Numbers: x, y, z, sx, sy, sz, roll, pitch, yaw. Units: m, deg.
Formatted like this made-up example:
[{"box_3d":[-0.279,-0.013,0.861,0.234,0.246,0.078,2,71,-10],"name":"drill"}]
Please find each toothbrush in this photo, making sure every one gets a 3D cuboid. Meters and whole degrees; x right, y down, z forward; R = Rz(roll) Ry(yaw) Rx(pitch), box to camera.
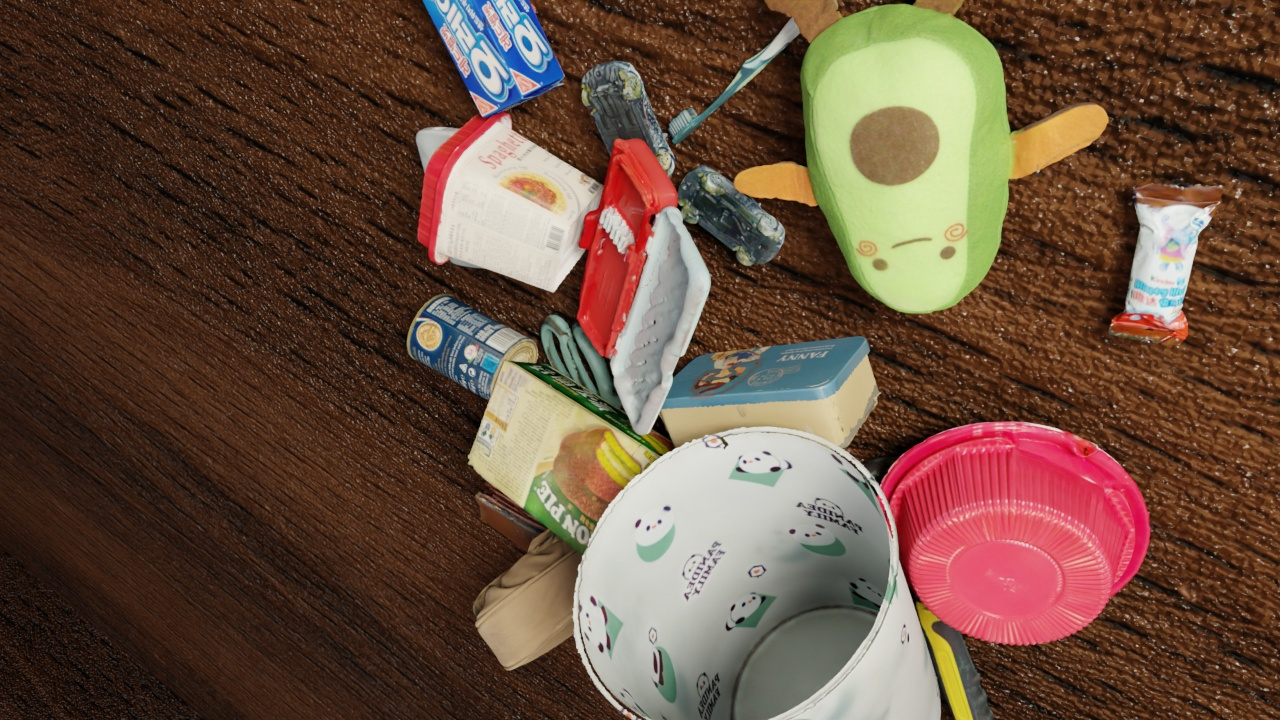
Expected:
[{"box_3d":[0.078,-0.207,0.633,0.192,0.016,0.018,-34,86,47],"name":"toothbrush"}]

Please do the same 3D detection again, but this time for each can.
[{"box_3d":[-0.167,-0.010,0.921,0.111,0.075,0.075,27,133,19],"name":"can"}]

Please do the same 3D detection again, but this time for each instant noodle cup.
[{"box_3d":[-0.106,-0.127,0.772,0.124,0.116,0.117,26,134,5],"name":"instant noodle cup"},{"box_3d":[0.268,0.141,0.673,0.194,0.065,0.194,10,124,14],"name":"instant noodle cup"}]

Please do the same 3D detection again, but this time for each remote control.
[{"box_3d":[-0.172,-0.151,0.862,0.056,0.020,0.136,10,125,31],"name":"remote control"}]

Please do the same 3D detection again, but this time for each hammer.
[{"box_3d":[0.255,0.222,0.797,0.126,0.031,0.323,-6,117,40],"name":"hammer"}]

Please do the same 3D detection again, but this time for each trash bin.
[{"box_3d":[0.108,0.213,0.695,0.230,0.229,0.252,5,145,35],"name":"trash bin"}]

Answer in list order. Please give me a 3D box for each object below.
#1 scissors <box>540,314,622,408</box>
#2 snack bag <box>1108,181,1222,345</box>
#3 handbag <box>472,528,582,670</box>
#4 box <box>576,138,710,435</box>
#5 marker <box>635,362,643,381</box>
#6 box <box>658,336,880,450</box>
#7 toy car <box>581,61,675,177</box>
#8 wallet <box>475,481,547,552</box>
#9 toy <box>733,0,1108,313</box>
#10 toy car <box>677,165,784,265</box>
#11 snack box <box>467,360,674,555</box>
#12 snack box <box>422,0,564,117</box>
[{"box_3d":[-0.032,0.033,0.874,0.140,0.019,0.180,-10,111,54],"name":"scissors"},{"box_3d":[0.314,-0.057,0.552,0.045,0.026,0.105,16,126,33],"name":"snack bag"},{"box_3d":[-0.078,0.224,0.937,0.100,0.204,0.148,54,150,8],"name":"handbag"},{"box_3d":[-0.001,-0.053,0.719,0.157,0.037,0.201,61,152,28],"name":"box"},{"box_3d":[-0.005,0.005,0.850,0.023,0.018,0.131,10,127,22],"name":"marker"},{"box_3d":[0.105,0.029,0.732,0.185,0.089,0.059,-10,112,39],"name":"box"},{"box_3d":[-0.007,-0.179,0.705,0.049,0.031,0.106,4,133,38],"name":"toy car"},{"box_3d":[-0.138,0.190,1.054,0.101,0.032,0.125,32,156,10],"name":"wallet"},{"box_3d":[0.161,-0.135,0.567,0.227,0.089,0.247,-1,120,35],"name":"toy"},{"box_3d":[0.070,-0.111,0.696,0.090,0.034,0.043,39,133,5],"name":"toy car"},{"box_3d":[-0.049,0.098,0.828,0.240,0.063,0.114,29,103,35],"name":"snack box"},{"box_3d":[-0.134,-0.295,0.704,0.058,0.057,0.207,-9,115,44],"name":"snack box"}]
